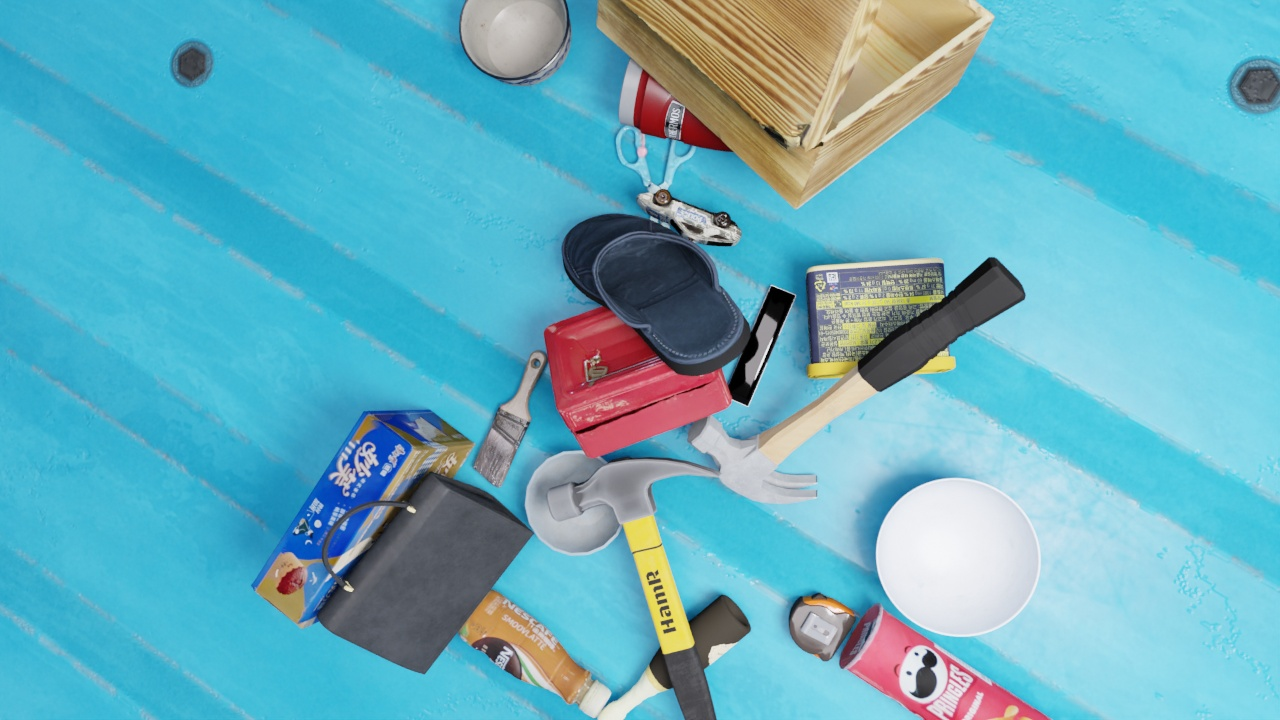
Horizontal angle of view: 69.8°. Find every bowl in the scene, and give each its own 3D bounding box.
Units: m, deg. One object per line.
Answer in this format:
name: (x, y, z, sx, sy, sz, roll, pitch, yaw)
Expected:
bowl: (-0.124, -0.340, 0.958, 0.115, 0.059, 0.115, 0, 88, 9)
bowl: (0.294, 0.180, 0.871, 0.144, 0.074, 0.144, 0, 88, 9)
bowl: (-0.062, 0.145, 0.946, 0.106, 0.039, 0.106, 0, 88, 9)

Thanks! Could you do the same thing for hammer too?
hammer: (0.032, 0.248, 0.886, 0.170, 0.034, 0.324, -18, 87, 12)
hammer: (0.196, 0.024, 0.835, 0.131, 0.039, 0.329, 39, 122, -16)

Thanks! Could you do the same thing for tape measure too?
tape measure: (0.176, 0.260, 0.906, 0.059, 0.038, 0.058, 32, 93, 8)

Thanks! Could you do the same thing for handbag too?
handbag: (-0.224, 0.186, 0.861, 0.072, 0.196, 0.175, 34, 83, 35)

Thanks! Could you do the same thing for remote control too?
remote control: (0.121, -0.015, 0.934, 0.028, 0.011, 0.124, 23, 92, 9)

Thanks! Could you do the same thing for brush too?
brush: (-0.134, 0.060, 0.973, 0.039, 0.012, 0.151, 25, 92, 9)

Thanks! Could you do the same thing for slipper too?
slipper: (0.001, -0.091, 0.855, 0.109, 0.083, 0.265, -34, 44, -8)

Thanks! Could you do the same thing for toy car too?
toy car: (0.047, -0.140, 0.926, 0.113, 0.048, 0.040, 21, 88, 2)

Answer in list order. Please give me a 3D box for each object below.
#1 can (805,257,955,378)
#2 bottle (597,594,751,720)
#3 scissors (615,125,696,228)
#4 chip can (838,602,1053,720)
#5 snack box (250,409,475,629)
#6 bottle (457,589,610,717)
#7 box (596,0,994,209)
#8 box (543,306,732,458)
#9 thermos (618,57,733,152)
can: (0.227, -0.039, 0.888, 0.135, 0.075, 0.104, -3, 85, 9)
bottle: (0.028, 0.310, 0.925, 0.185, 0.045, 0.045, -42, 83, 9)
scissors: (0.030, -0.186, 0.957, 0.095, 0.015, 0.142, -17, 92, 7)
chip can: (0.307, 0.326, 0.867, 0.233, 0.073, 0.073, 33, 93, 8)
snack box: (-0.271, 0.151, 0.920, 0.069, 0.155, 0.203, 35, 94, 9)
bottle: (-0.106, 0.303, 0.939, 0.167, 0.059, 0.059, 33, 94, 8)
box: (0.119, -0.339, 0.725, 0.285, 0.337, 0.279, -39, 75, -18)
box: (-0.002, 0.010, 0.888, 0.158, 0.129, 0.098, -18, 130, 6)
thermos: (0.086, -0.259, 0.913, 0.198, 0.084, 0.107, 15, 56, 5)
